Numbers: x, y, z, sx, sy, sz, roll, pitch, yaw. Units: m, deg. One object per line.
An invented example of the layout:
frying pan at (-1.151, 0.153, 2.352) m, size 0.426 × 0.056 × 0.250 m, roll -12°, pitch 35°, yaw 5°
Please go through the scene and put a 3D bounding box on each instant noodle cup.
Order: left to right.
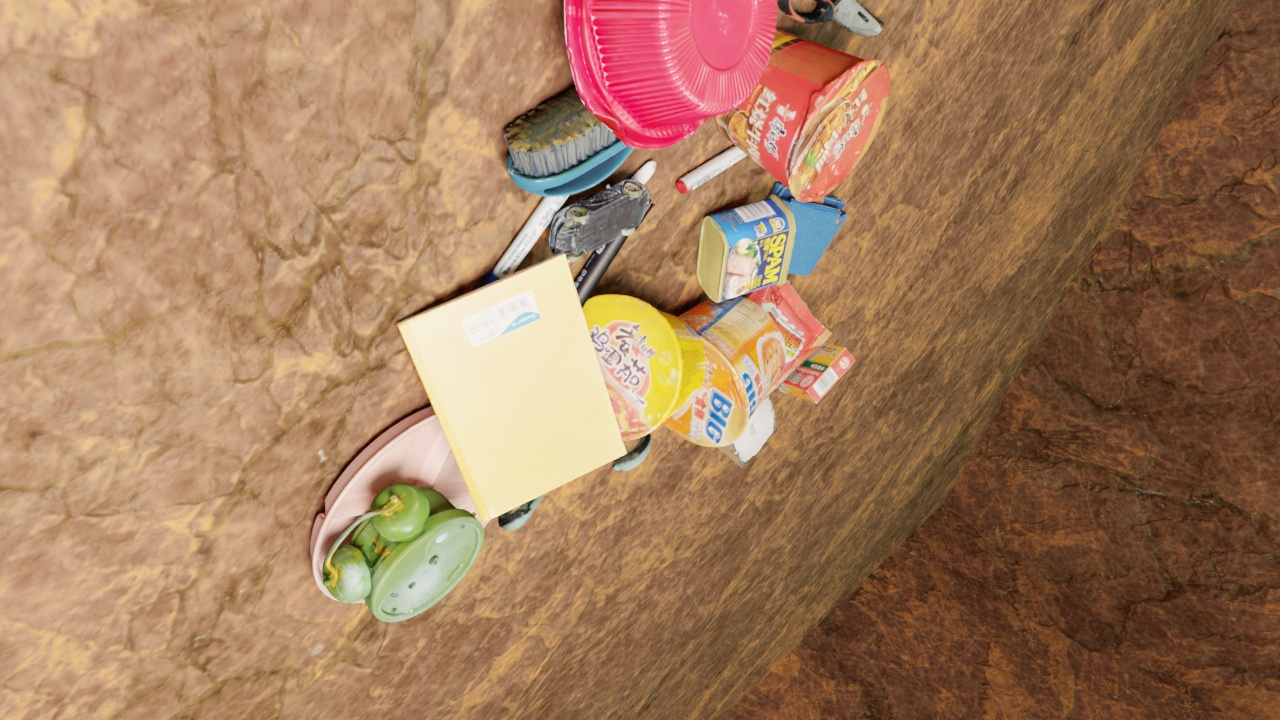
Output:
instant noodle cup at (-0.005, 0.005, 0.891) m, size 0.138 × 0.138 × 0.109 m, roll -59°, pitch 161°, yaw 14°
instant noodle cup at (0.035, -0.242, 0.644) m, size 0.193 × 0.066 × 0.194 m, roll -23°, pitch 122°, yaw -43°
instant noodle cup at (0.082, 0.003, 1.008) m, size 0.111 × 0.151 × 0.152 m, roll -40°, pitch 152°, yaw -39°
instant noodle cup at (0.144, -0.231, 0.842) m, size 0.137 × 0.108 × 0.138 m, roll -36°, pitch 149°, yaw -26°

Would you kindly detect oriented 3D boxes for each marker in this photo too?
marker at (-0.088, -0.104, 0.743) m, size 0.146 × 0.017 × 0.017 m, roll -54°, pitch 153°, yaw 5°
marker at (-0.032, -0.095, 0.837) m, size 0.132 × 0.022 × 0.020 m, roll -55°, pitch -164°, yaw 7°
marker at (0.089, -0.200, 0.898) m, size 0.145 × 0.017 × 0.017 m, roll -36°, pitch 149°, yaw -28°

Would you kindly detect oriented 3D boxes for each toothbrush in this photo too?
toothbrush at (-0.044, -0.107, 0.807) m, size 0.180 × 0.016 × 0.016 m, roll -49°, pitch 150°, yaw -5°

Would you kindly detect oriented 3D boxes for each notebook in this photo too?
notebook at (-0.099, 0.028, 0.771) m, size 0.145 × 0.010 × 0.206 m, roll -25°, pitch 122°, yaw -14°

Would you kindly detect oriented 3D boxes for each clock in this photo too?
clock at (-0.205, 0.162, 0.787) m, size 0.116 × 0.056 × 0.161 m, roll -52°, pitch 154°, yaw 0°

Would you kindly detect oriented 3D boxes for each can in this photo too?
can at (0.110, -0.116, 0.969) m, size 0.083 × 0.057 × 0.102 m, roll -19°, pitch 141°, yaw -18°

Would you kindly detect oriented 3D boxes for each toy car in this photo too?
toy car at (-0.035, -0.120, 0.771) m, size 0.105 × 0.031 × 0.049 m, roll -31°, pitch 151°, yaw -36°

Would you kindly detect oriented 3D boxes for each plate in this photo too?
plate at (-0.202, 0.126, 0.842) m, size 0.229 × 0.028 × 0.230 m, roll -38°, pitch 151°, yaw -26°

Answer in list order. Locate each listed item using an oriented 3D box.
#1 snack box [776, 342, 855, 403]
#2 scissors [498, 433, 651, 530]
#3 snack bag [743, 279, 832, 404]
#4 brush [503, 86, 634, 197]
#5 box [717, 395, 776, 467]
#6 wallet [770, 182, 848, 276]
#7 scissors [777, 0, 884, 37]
snack box at (0.204, 0.007, 1.199) m, size 0.077 × 0.156 × 0.027 m, roll -46°, pitch 114°, yaw -11°
scissors at (-0.066, 0.112, 0.914) m, size 0.169 × 0.175 × 0.019 m, roll -44°, pitch 111°, yaw -26°
snack bag at (0.132, -0.004, 1.134) m, size 0.207 × 0.073 × 0.128 m, roll -46°, pitch 114°, yaw -6°
brush at (-0.040, -0.167, 0.696) m, size 0.143 × 0.055 × 0.074 m, roll -37°, pitch 149°, yaw -26°
box at (0.132, 0.075, 1.257) m, size 0.089 × 0.063 × 0.184 m, roll -46°, pitch 151°, yaw -11°
wallet at (0.178, -0.150, 1.070) m, size 0.132 × 0.040 × 0.106 m, roll -1°, pitch 126°, yaw -47°
scissors at (0.196, -0.354, 0.873) m, size 0.208 × 0.015 × 0.183 m, roll -36°, pitch 149°, yaw -28°
